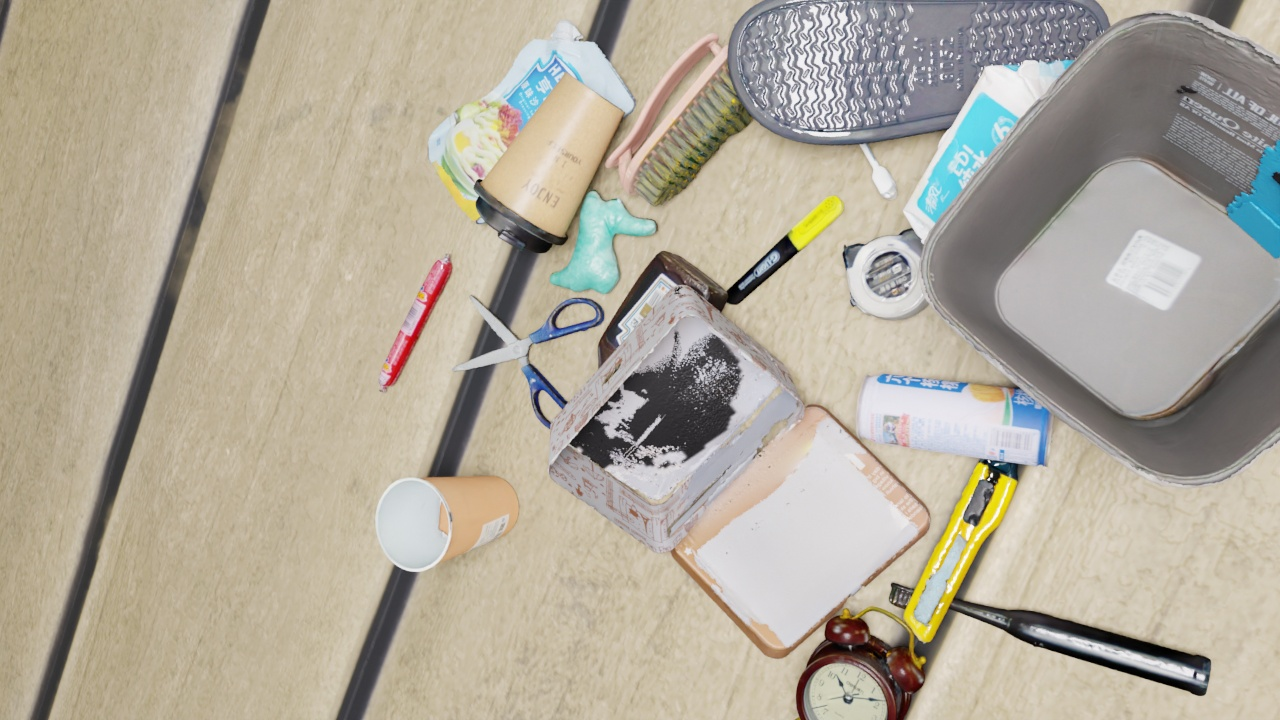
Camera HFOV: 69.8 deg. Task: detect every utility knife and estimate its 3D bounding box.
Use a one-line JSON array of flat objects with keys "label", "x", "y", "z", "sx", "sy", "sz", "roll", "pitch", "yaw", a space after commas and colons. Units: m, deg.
[{"label": "utility knife", "x": 0.238, "y": 0.137, "z": 0.678, "sx": 0.033, "sy": 0.015, "sz": 0.154, "roll": 27, "pitch": 92, "yaw": 33}]

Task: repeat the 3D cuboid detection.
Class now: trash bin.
[{"label": "trash bin", "x": 0.307, "y": -0.055, "z": 0.550, "sx": 0.199, "sy": 0.219, "sz": 0.199, "roll": 44, "pitch": 107, "yaw": 19}]

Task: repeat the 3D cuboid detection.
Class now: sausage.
[{"label": "sausage", "x": -0.222, "y": -0.036, "z": 0.900, "sx": 0.020, "sy": 0.020, "sz": 0.156, "roll": 34, "pitch": 103, "yaw": 21}]

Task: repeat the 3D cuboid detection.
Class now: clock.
[{"label": "clock", "x": 0.166, "y": 0.243, "z": 0.698, "sx": 0.082, "sy": 0.055, "sz": 0.122, "roll": 30, "pitch": 104, "yaw": 23}]

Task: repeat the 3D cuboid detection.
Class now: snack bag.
[{"label": "snack bag", "x": -0.106, "y": -0.219, "z": 0.842, "sx": 0.191, "sy": 0.038, "sz": 0.110, "roll": -35, "pitch": 73, "yaw": 18}]

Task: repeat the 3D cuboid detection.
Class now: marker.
[{"label": "marker", "x": 0.115, "y": -0.089, "z": 0.750, "sx": 0.124, "sy": 0.015, "sz": 0.018, "roll": -42, "pitch": 68, "yaw": 20}]

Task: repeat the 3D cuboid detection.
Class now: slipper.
[{"label": "slipper", "x": 0.200, "y": -0.219, "z": 0.687, "sx": 0.268, "sy": 0.083, "sz": 0.111, "roll": -1, "pitch": 101, "yaw": 8}]

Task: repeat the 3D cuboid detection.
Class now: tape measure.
[{"label": "tape measure", "x": 0.193, "y": -0.063, "z": 0.704, "sx": 0.066, "sy": 0.033, "sz": 0.066, "roll": -11, "pitch": 82, "yaw": 26}]

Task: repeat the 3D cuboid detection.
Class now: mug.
[{"label": "mug", "x": -0.163, "y": 0.137, "z": 0.813, "sx": 0.078, "sy": 0.122, "sz": 0.078, "roll": -1, "pitch": 89, "yaw": 25}]

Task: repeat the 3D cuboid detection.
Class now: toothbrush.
[{"label": "toothbrush", "x": 0.161, "y": -0.206, "z": 0.733, "sx": 0.016, "sy": 0.016, "sz": 0.180, "roll": -29, "pitch": 75, "yaw": 19}, {"label": "toothbrush", "x": 0.286, "y": 0.195, "z": 0.661, "sx": 0.213, "sy": 0.026, "sz": 0.027, "roll": 10, "pitch": 75, "yaw": 27}]

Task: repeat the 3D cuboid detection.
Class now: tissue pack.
[{"label": "tissue pack", "x": 0.247, "y": -0.140, "z": 0.623, "sx": 0.063, "sy": 0.089, "sz": 0.140, "roll": 52, "pitch": 140, "yaw": 30}]

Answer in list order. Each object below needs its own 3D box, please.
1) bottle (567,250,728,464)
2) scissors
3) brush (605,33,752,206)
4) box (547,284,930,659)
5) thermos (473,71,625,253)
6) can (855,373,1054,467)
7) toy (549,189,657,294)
[{"label": "bottle", "x": -0.005, "y": 0.005, "z": 0.787, "sx": 0.080, "sy": 0.044, "sz": 0.195, "roll": 41, "pitch": 107, "yaw": 30}, {"label": "scissors", "x": -0.102, "y": -0.005, "z": 0.849, "sx": 0.176, "sy": 0.012, "sz": 0.162, "roll": -27, "pitch": 78, "yaw": 22}, {"label": "brush", "x": 0.034, "y": -0.196, "z": 0.763, "sx": 0.073, "sy": 0.063, "sz": 0.146, "roll": 48, "pitch": 109, "yaw": 14}, {"label": "box", "x": 0.072, "y": 0.090, "z": 0.727, "sx": 0.272, "sy": 0.106, "sz": 0.178, "roll": 41, "pitch": 106, "yaw": -4}, {"label": "thermos", "x": -0.076, "y": -0.168, "z": 0.786, "sx": 0.093, "sy": 0.093, "sz": 0.143, "roll": 40, "pitch": 104, "yaw": 20}, {"label": "can", "x": 0.230, "y": 0.042, "z": 0.674, "sx": 0.135, "sy": 0.053, "sz": 0.053, "roll": 7, "pitch": 92, "yaw": 25}, {"label": "toy", "x": -0.033, "y": -0.104, "z": 0.810, "sx": 0.096, "sy": 0.030, "sz": 0.092, "roll": 10, "pitch": 95, "yaw": 22}]
